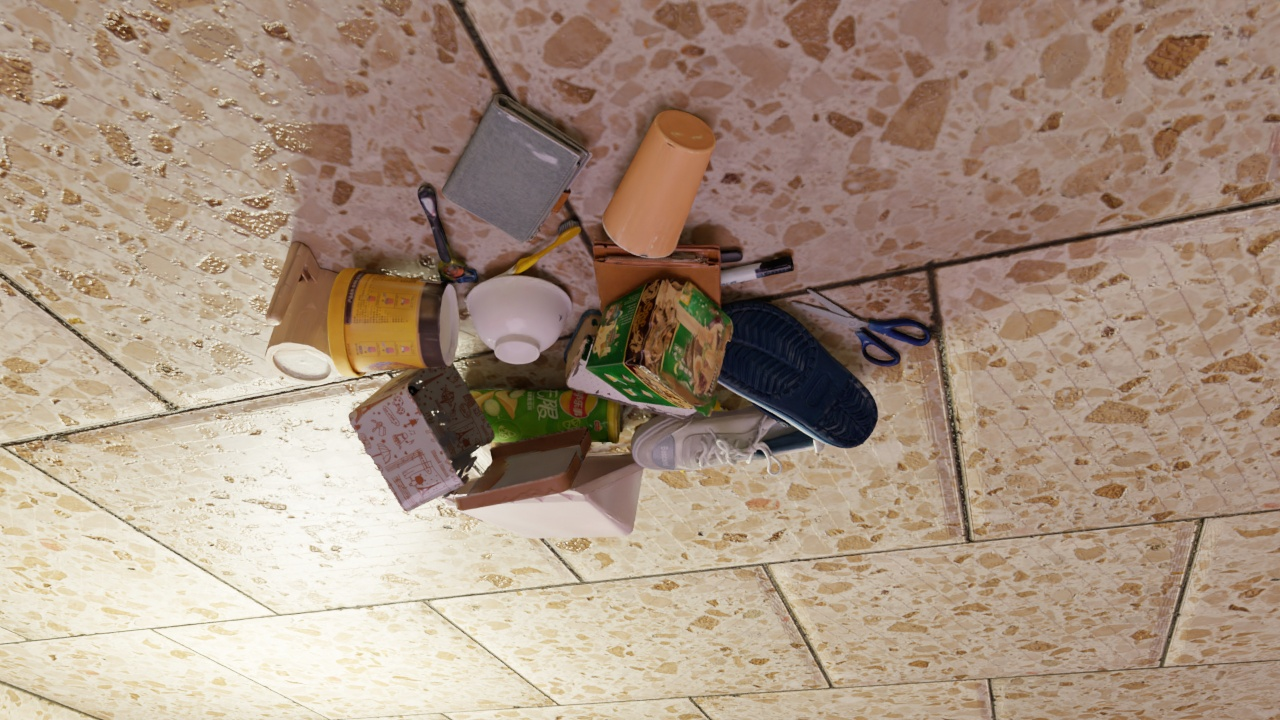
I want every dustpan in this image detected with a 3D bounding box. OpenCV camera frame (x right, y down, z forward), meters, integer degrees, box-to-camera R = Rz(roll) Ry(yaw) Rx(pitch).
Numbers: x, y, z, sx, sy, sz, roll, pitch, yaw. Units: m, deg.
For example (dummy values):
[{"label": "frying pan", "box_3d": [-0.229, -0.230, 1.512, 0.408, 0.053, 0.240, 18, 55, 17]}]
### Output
[{"label": "dustpan", "box_3d": [-0.111, 0.141, 1.165, 0.223, 0.138, 0.273, -4, 154, 23]}]

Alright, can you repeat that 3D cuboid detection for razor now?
[{"label": "razor", "box_3d": [-0.206, -0.125, 0.958, 0.043, 0.022, 0.143, -2, 142, 5]}]

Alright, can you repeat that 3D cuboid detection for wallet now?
[{"label": "wallet", "box_3d": [0.019, -0.083, 0.960, 0.132, 0.031, 0.108, 1, 144, 7]}, {"label": "wallet", "box_3d": [-0.117, -0.178, 0.870, 0.106, 0.036, 0.130, 30, 135, -15]}]

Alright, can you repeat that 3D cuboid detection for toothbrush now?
[{"label": "toothbrush", "box_3d": [-0.013, 0.065, 1.198, 0.016, 0.016, 0.181, 9, 144, -21]}, {"label": "toothbrush", "box_3d": [-0.131, -0.104, 0.986, 0.192, 0.018, 0.016, -27, 154, 37]}]

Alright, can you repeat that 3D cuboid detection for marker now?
[{"label": "marker", "box_3d": [0.098, -0.091, 0.981, 0.131, 0.018, 0.022, -10, 154, 16]}, {"label": "marker", "box_3d": [0.046, -0.108, 0.968, 0.124, 0.015, 0.018, -2, 147, 5]}]

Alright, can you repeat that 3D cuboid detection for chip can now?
[{"label": "chip can", "box_3d": [-0.135, 0.071, 1.168, 0.221, 0.072, 0.073, -1, 143, 5]}]

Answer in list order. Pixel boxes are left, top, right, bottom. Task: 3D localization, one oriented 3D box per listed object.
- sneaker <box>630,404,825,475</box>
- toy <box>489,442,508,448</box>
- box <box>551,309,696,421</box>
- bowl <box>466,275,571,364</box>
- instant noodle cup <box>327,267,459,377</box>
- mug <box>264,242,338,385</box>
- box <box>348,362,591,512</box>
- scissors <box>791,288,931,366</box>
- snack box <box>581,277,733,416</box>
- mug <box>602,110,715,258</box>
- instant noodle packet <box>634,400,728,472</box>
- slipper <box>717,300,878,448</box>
[{"label": "sneaker", "box_3d": [0.111, 0.105, 1.128, 0.242, 0.090, 0.090, -11, 122, -5]}, {"label": "toy", "box_3d": [-0.154, 0.110, 1.230, 0.108, 0.084, 0.039, 13, 106, -17]}, {"label": "box", "box_3d": [-0.006, 0.006, 1.076, 0.184, 0.059, 0.090, 20, 127, -17]}, {"label": "bowl", "box_3d": [-0.136, -0.036, 1.021, 0.118, 0.064, 0.118, -1, 150, -1]}, {"label": "instant noodle cup", "box_3d": [-0.263, -0.040, 0.994, 0.114, 0.118, 0.119, 1, 143, 2]}, {"label": "mug", "box_3d": [-0.364, -0.049, 1.003, 0.084, 0.103, 0.125, -1, 143, 6]}, {"label": "box", "box_3d": [-0.191, 0.067, 1.042, 0.227, 0.180, 0.156, -11, 102, 8]}, {"label": "scissors", "box_3d": [0.256, -0.044, 1.039, 0.141, 0.012, 0.171, -15, 138, 25]}, {"label": "snack box", "box_3d": [0.015, -0.012, 0.954, 0.106, 0.118, 0.117, -8, 145, 43]}, {"label": "mug", "box_3d": [0.020, -0.165, 0.850, 0.078, 0.078, 0.123, 14, 136, -14]}, {"label": "instant noodle packet", "box_3d": [0.069, 0.095, 1.209, 0.129, 0.044, 0.110, -29, 131, 32]}, {"label": "slipper", "box_3d": [0.164, 0.014, 1.061, 0.252, 0.105, 0.095, 31, 172, -16]}]
